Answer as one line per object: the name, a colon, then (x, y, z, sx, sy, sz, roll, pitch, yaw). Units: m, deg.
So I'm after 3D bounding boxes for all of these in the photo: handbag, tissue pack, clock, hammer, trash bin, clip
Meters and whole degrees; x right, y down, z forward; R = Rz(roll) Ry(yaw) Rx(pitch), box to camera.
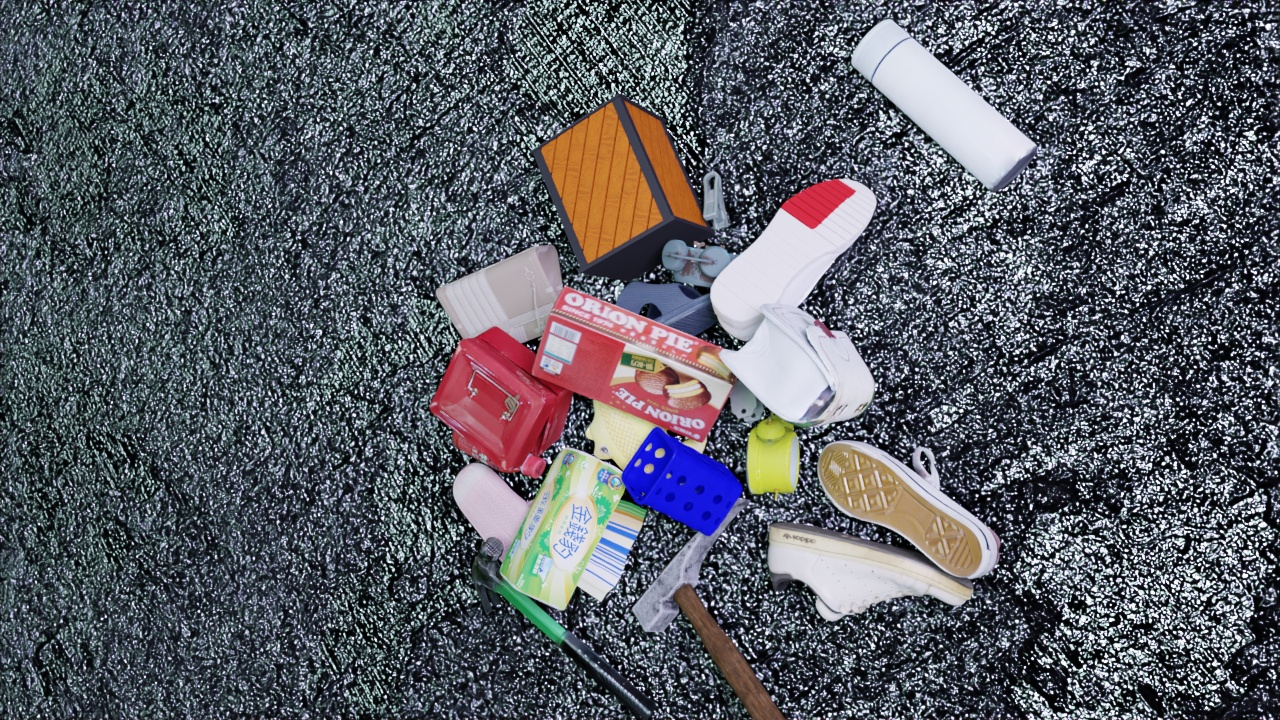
handbag: (-0.176, -0.041, 1.308, 0.176, 0.062, 0.198, -19, 91, 25)
tissue pack: (-0.074, 0.230, 1.207, 0.141, 0.120, 0.197, 30, 86, -17)
clock: (0.161, 0.110, 1.124, 0.057, 0.083, 0.119, 0, 94, 20)
clock: (0.077, -0.119, 1.136, 0.090, 0.124, 0.053, 12, 98, 25)
hammer: (0.131, 0.339, 1.109, 0.218, 0.037, 0.300, -53, 49, 17)
trash bin: (-0.021, -0.214, 1.174, 0.140, 0.139, 0.171, -27, 79, 23)
clip: (0.136, 0.050, 1.173, 0.102, 0.043, 0.054, -17, 71, 25)
clip: (0.095, -0.209, 1.182, 0.023, 0.061, 0.075, -12, 71, 23)
handbag: (0.191, 0.008, 1.045, 0.142, 0.198, 0.096, 45, 106, 17)
hammer: (-0.109, 0.381, 1.265, 0.319, 0.032, 0.130, 37, 133, 14)

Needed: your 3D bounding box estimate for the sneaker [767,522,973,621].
sneaker: (0.257, 0.262, 1.074, 0.242, 0.088, 0.102, 11, 87, 29)

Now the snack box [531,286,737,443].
snack box: (-0.007, 0.007, 1.129, 0.236, 0.060, 0.113, 22, 134, 0)

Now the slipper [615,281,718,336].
slipper: (-0.002, -0.055, 1.198, 0.264, 0.101, 0.082, -23, 73, 30)

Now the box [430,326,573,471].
box: (-0.176, 0.045, 1.251, 0.157, 0.127, 0.137, 37, 116, 18)

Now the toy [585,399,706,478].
toy: (0.002, 0.085, 1.212, 0.155, 0.064, 0.170, -24, 85, 10)

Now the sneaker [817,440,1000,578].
sneaker: (0.312, 0.162, 1.052, 0.241, 0.087, 0.118, 35, 118, 43)

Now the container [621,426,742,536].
container: (0.053, 0.152, 1.144, 0.085, 0.113, 0.084, -56, 26, 8)

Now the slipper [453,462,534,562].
slipper: (-0.177, 0.233, 1.299, 0.221, 0.055, 0.107, 42, 115, 8)

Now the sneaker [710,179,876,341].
sneaker: (0.186, -0.115, 1.110, 0.236, 0.104, 0.090, -45, 66, -10)

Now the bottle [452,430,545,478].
bottle: (-0.197, 0.125, 1.305, 0.138, 0.061, 0.062, 24, 100, 23)

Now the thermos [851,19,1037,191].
thermos: (0.341, -0.291, 1.042, 0.068, 0.067, 0.230, -47, 73, 18)
